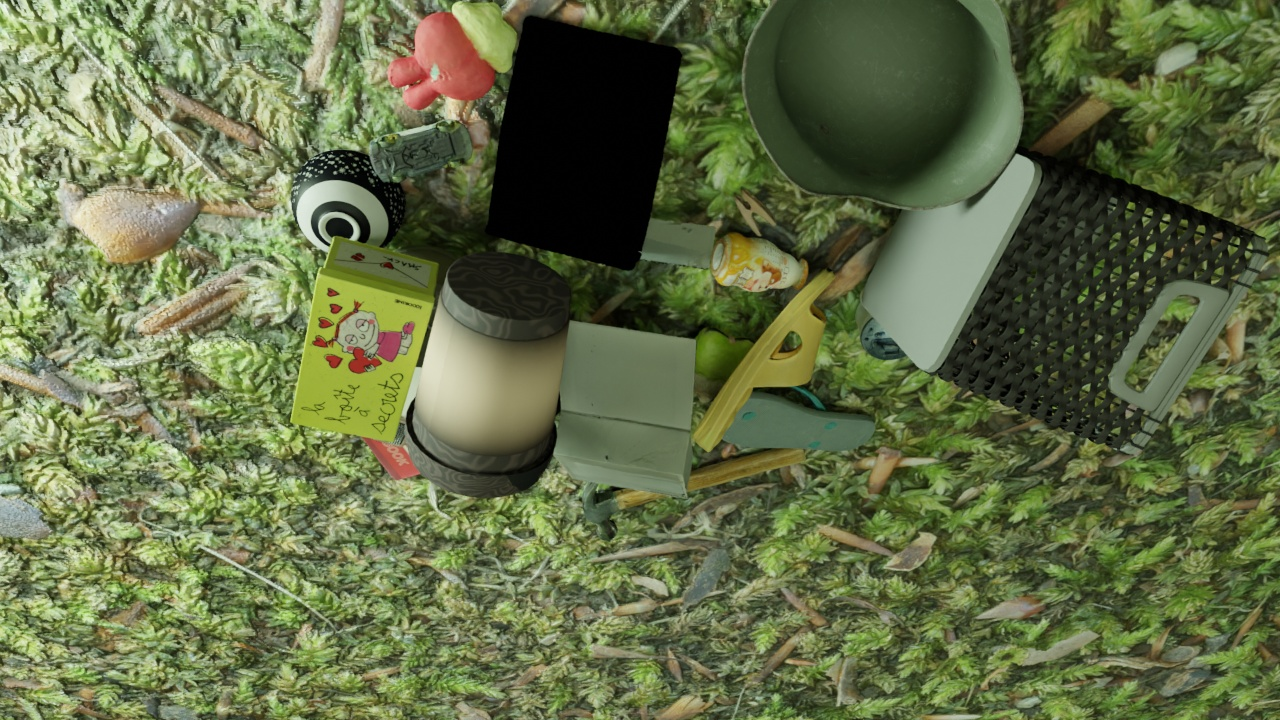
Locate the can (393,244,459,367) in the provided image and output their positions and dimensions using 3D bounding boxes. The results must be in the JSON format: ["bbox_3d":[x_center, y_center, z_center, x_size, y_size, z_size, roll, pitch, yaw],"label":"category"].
[{"bbox_3d":[-0.254,-0.063,1.069,0.128,0.073,0.128,-2,130,-3],"label":"can"}]

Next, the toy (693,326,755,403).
[{"bbox_3d":[0.093,0.009,1.176,0.092,0.043,0.118,16,129,-13],"label":"toy"}]

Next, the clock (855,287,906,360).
[{"bbox_3d":[0.309,-0.057,1.127,0.083,0.057,0.118,-2,130,-1],"label":"clock"}]

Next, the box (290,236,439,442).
[{"bbox_3d":[-0.304,-0.015,1.007,0.124,0.079,0.222,16,126,-17],"label":"box"}]

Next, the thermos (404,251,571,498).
[{"bbox_3d":[-0.159,0.012,0.993,0.172,0.172,0.227,9,125,-12],"label":"thermos"}]

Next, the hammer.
[{"bbox_3d":[0.073,0.172,1.322,0.331,0.033,0.132,-17,128,9],"label":"hammer"}]

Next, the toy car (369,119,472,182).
[{"bbox_3d":[-0.231,-0.222,0.964,0.105,0.033,0.048,-16,127,-8],"label":"toy car"}]

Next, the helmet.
[{"bbox_3d":[0.235,-0.270,0.871,0.268,0.153,0.228,39,124,-13],"label":"helmet"}]

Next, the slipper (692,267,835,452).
[{"bbox_3d":[0.162,0.010,1.094,0.078,0.099,0.264,38,101,10],"label":"slipper"}]

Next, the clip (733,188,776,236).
[{"bbox_3d":[0.123,-0.165,1.045,0.061,0.025,0.045,38,117,-22],"label":"clip"}]

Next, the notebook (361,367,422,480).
[{"bbox_3d":[-0.311,0.074,1.221,0.153,0.012,0.209,-17,129,11],"label":"notebook"}]

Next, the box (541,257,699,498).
[{"bbox_3d":[-0.022,0.056,1.084,0.166,0.108,0.419,9,150,8],"label":"box"}]

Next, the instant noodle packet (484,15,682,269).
[{"bbox_3d":[-0.059,-0.220,0.934,0.163,0.084,0.222,14,113,4],"label":"instant noodle packet"}]

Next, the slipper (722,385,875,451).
[{"bbox_3d":[0.198,0.078,1.246,0.268,0.054,0.098,13,131,-28],"label":"slipper"}]

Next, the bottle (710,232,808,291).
[{"bbox_3d":[0.139,-0.110,1.065,0.109,0.063,0.063,9,129,-14],"label":"bottle"}]

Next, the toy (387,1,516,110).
[{"bbox_3d":[-0.184,-0.295,0.897,0.135,0.045,0.091,-31,129,15],"label":"toy"}]

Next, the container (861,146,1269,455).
[{"bbox_3d":[0.416,-0.086,0.965,0.243,0.245,0.248,17,111,-13],"label":"container"}]

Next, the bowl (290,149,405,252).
[{"bbox_3d":[-0.318,-0.158,0.989,0.120,0.066,0.120,-2,130,-3],"label":"bowl"}]

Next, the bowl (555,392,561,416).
[{"bbox_3d":[-0.159,0.028,1.167,0.124,0.052,0.124,-2,130,-3],"label":"bowl"}]

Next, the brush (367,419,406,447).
[{"bbox_3d":[-0.307,0.105,1.230,0.135,0.015,0.050,20,128,-18],"label":"brush"}]
